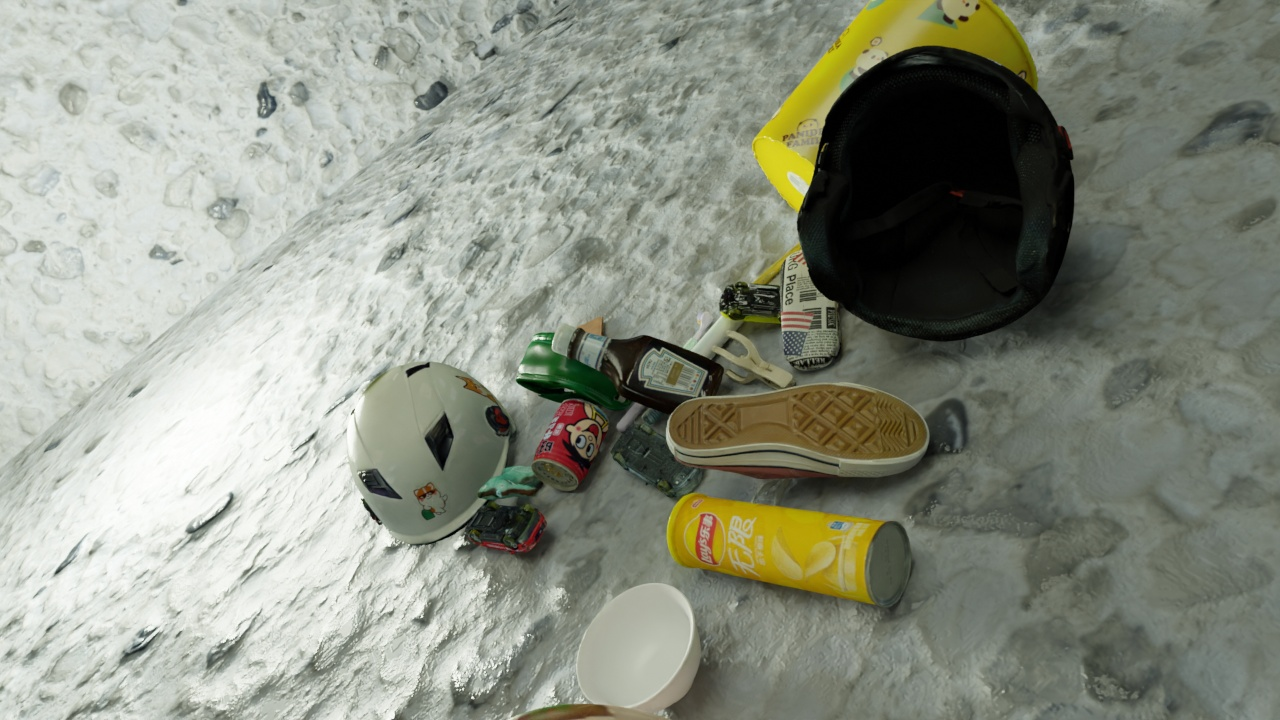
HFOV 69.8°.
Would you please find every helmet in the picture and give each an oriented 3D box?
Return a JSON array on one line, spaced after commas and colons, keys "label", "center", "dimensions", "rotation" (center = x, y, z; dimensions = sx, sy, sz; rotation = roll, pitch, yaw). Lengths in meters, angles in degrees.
[{"label": "helmet", "center": [-0.298, 0.098, 1.220], "dimensions": [0.230, 0.157, 0.273], "rotation": [-35, 32, 6]}, {"label": "helmet", "center": [0.283, -0.157, 0.870], "dimensions": [0.234, 0.275, 0.229], "rotation": [0, 19, 26]}]

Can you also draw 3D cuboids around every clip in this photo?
[{"label": "clip", "center": [0.120, -0.001, 1.018], "dimensions": [0.035, 0.095, 0.102], "rotation": [-46, 22, -13]}]

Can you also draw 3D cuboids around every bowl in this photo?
[{"label": "bowl", "center": [0.011, 0.261, 0.796], "dimensions": [0.118, 0.065, 0.118], "rotation": [-26, 34, 19]}]

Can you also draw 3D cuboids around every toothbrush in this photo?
[{"label": "toothbrush", "center": [0.075, -0.009, 1.106], "dimensions": [0.220, 0.026, 0.027], "rotation": [-48, -7, -16]}, {"label": "toothbrush", "center": [0.198, -0.145, 1.166], "dimensions": [0.190, 0.016, 0.016], "rotation": [-43, 30, -7]}, {"label": "toothbrush", "center": [0.030, 0.014, 1.131], "dimensions": [0.021, 0.029, 0.188], "rotation": [33, 71, 17]}]

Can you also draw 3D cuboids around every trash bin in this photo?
[{"label": "trash bin", "center": [0.285, -0.284, 1.079], "dimensions": [0.255, 0.229, 0.229], "rotation": [-46, 32, -1]}]

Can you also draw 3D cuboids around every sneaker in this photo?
[{"label": "sneaker", "center": [0.147, 0.081, 0.872], "dimensions": [0.241, 0.088, 0.118], "rotation": [-2, 56, 14]}]

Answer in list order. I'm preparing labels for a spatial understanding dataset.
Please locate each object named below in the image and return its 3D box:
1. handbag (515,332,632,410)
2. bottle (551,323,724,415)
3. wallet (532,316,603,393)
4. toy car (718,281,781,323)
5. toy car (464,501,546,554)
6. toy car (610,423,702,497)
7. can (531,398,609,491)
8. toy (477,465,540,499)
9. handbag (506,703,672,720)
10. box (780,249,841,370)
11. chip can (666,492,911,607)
[{"label": "handbag", "center": [-0.082, 0.018, 1.144], "dimensions": [0.131, 0.120, 0.068], "rotation": [3, 69, 47]}, {"label": "bottle", "center": [-0.006, 0.006, 1.049], "dimensions": [0.195, 0.044, 0.079], "rotation": [20, 60, 8]}, {"label": "wallet", "center": [-0.102, -0.010, 1.292], "dimensions": [0.115, 0.020, 0.101], "rotation": [-23, 34, 17]}, {"label": "toy car", "center": [0.146, -0.064, 1.089], "dimensions": [0.105, 0.032, 0.048], "rotation": [4, 58, 18]}, {"label": "toy car", "center": [-0.153, 0.195, 1.058], "dimensions": [0.121, 0.045, 0.052], "rotation": [-6, 45, 48]}, {"label": "toy car", "center": [0.019, 0.111, 1.006], "dimensions": [0.121, 0.037, 0.054], "rotation": [25, 67, 44]}, {"label": "can", "center": [-0.083, 0.100, 1.089], "dimensions": [0.067, 0.066, 0.093], "rotation": [-8, 43, 39]}, {"label": "toy", "center": [-0.152, 0.150, 1.104], "dimensions": [0.097, 0.030, 0.091], "rotation": [0, 12, 32]}, {"label": "handbag", "center": [-0.013, 0.299, 0.611], "dimensions": [0.194, 0.234, 0.093], "rotation": [-27, 35, 17]}, {"label": "box", "center": [0.191, -0.059, 1.031], "dimensions": [0.069, 0.052, 0.163], "rotation": [-20, 47, 34]}, {"label": "chip can", "center": [0.123, 0.163, 0.803], "dimensions": [0.214, 0.072, 0.071], "rotation": [1, 49, 45]}]
